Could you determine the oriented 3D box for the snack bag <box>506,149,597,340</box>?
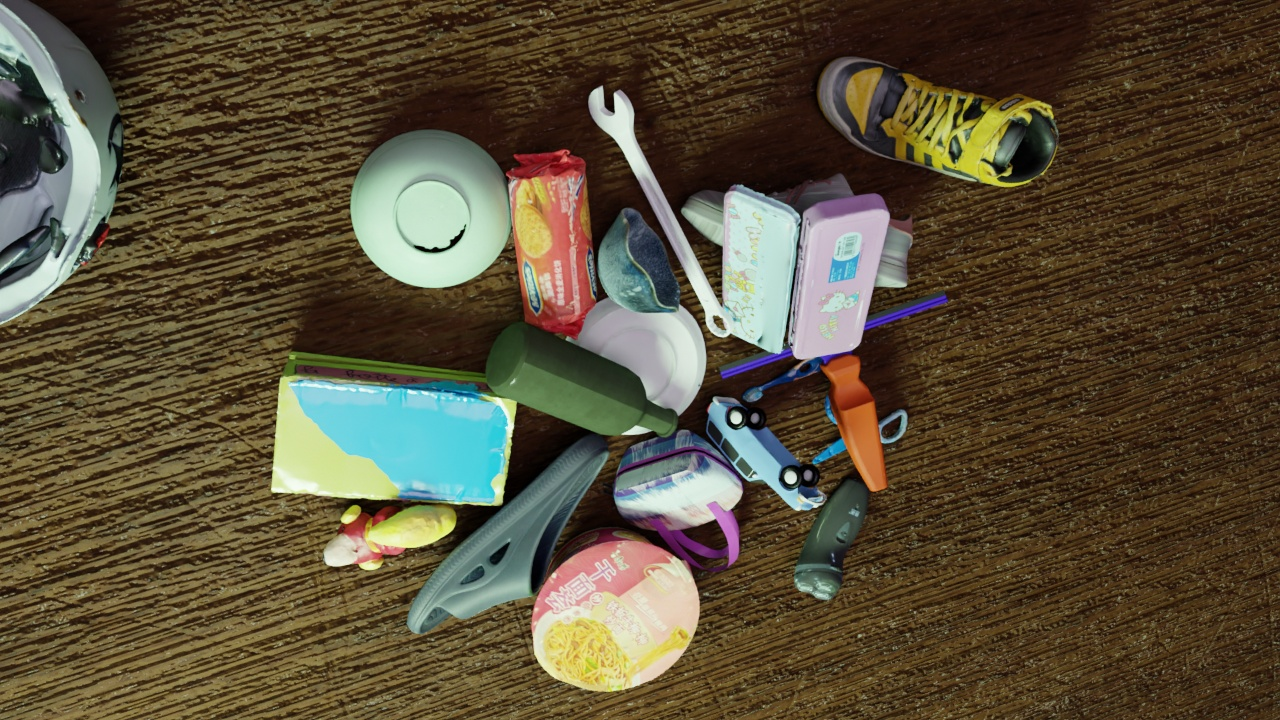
[{"bbox_3d":[-0.082,-0.112,0.873,0.082,0.082,0.176,-8,108,-10],"label":"snack bag"}]

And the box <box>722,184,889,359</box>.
[{"bbox_3d":[0.146,-0.077,0.867,0.149,0.050,0.214,8,147,10],"label":"box"}]

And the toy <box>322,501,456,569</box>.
[{"bbox_3d":[-0.243,0.167,0.912,0.138,0.105,0.067,-18,82,25],"label":"toy"}]

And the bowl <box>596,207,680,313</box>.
[{"bbox_3d":[-0.008,-0.088,0.890,0.055,0.110,0.110,-24,111,19],"label":"bowl"}]

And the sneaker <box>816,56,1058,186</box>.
[{"bbox_3d":[0.295,-0.231,0.895,0.238,0.122,0.086,14,101,-17],"label":"sneaker"}]

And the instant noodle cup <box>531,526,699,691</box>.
[{"bbox_3d":[-0.032,0.258,0.991,0.178,0.077,0.179,-3,108,-11],"label":"instant noodle cup"}]

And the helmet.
[{"bbox_3d":[-0.524,-0.163,0.714,0.236,0.163,0.264,16,108,-12],"label":"helmet"}]

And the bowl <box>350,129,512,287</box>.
[{"bbox_3d":[-0.191,-0.134,0.841,0.151,0.077,0.151,-3,106,-11],"label":"bowl"}]

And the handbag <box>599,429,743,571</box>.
[{"bbox_3d":[0.051,0.163,0.987,0.145,0.067,0.170,-20,122,21],"label":"handbag"}]

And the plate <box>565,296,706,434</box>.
[{"bbox_3d":[-0.006,0.006,0.955,0.157,0.014,0.157,-3,107,-11],"label":"plate"}]

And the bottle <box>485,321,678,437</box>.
[{"bbox_3d":[-0.048,0.030,0.898,0.206,0.071,0.071,25,100,-34],"label":"bottle"}]

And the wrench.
[{"bbox_3d":[0.025,-0.141,0.896,0.009,0.047,0.273,-41,111,-36],"label":"wrench"}]

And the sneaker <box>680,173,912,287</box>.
[{"bbox_3d":[0.161,-0.143,0.906,0.236,0.099,0.089,16,86,-7],"label":"sneaker"}]

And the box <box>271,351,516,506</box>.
[{"bbox_3d":[-0.235,0.069,0.892,0.220,0.082,0.124,4,106,-17],"label":"box"}]

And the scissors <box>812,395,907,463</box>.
[{"bbox_3d":[0.246,0.081,1.029,0.130,0.014,0.125,-18,101,-10],"label":"scissors"}]

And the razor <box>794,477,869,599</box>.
[{"bbox_3d":[0.221,0.201,1.036,0.053,0.064,0.140,26,88,-19],"label":"razor"}]

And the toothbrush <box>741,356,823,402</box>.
[{"bbox_3d":[0.171,0.011,0.994,0.135,0.017,0.021,-28,115,-3],"label":"toothbrush"}]

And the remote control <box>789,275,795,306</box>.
[{"bbox_3d":[0.197,-0.083,0.973,0.136,0.015,0.032,-18,109,-7],"label":"remote control"}]

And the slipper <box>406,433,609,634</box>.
[{"bbox_3d":[-0.116,0.190,0.929,0.268,0.111,0.083,-45,78,-3],"label":"slipper"}]

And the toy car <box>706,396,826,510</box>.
[{"bbox_3d":[0.126,0.099,0.947,0.055,0.153,0.056,-51,153,19],"label":"toy car"}]

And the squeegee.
[{"bbox_3d":[0.229,0.052,0.985,0.249,0.055,0.185,-19,96,0],"label":"squeegee"}]
